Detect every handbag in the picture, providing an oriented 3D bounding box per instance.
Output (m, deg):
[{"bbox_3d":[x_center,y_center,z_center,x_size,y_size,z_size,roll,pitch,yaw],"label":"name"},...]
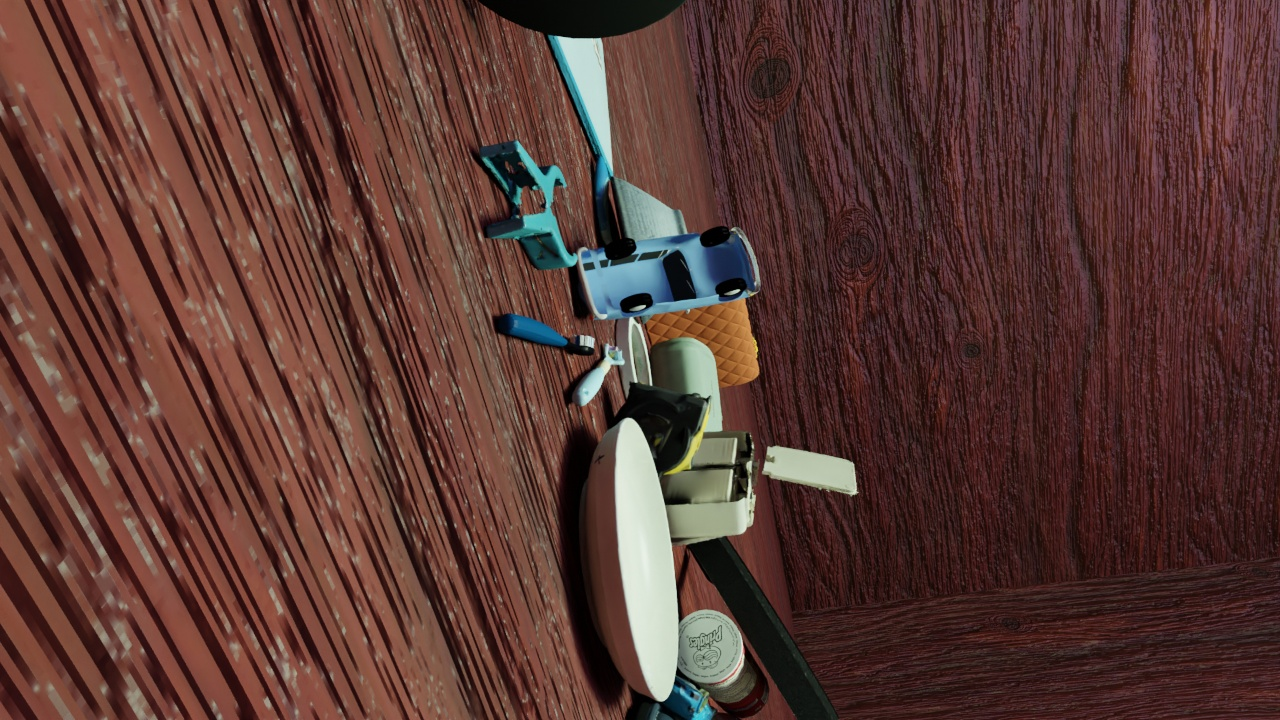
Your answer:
[{"bbox_3d":[0.065,-0.045,1.000,0.060,0.109,0.172,-89,167,-45],"label":"handbag"},{"bbox_3d":[0.050,0.051,0.953,0.106,0.067,0.121,59,24,-63],"label":"handbag"}]

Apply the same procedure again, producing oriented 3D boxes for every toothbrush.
[{"bbox_3d":[-0.031,-0.118,0.794,0.022,0.017,0.135,57,23,-67],"label":"toothbrush"},{"bbox_3d":[-0.030,0.010,0.658,0.022,0.016,0.154,47,13,-4],"label":"toothbrush"},{"bbox_3d":[-0.053,-0.014,0.547,0.167,0.014,0.014,22,70,-78],"label":"toothbrush"}]

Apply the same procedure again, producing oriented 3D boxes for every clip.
[{"bbox_3d":[-0.064,-0.107,0.536,0.130,0.030,0.120,59,29,-69],"label":"clip"},{"bbox_3d":[0.028,0.205,0.742,0.059,0.052,0.102,-50,133,-61],"label":"clip"}]

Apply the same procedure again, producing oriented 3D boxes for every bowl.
[{"bbox_3d":[0.014,-0.106,0.840,0.137,0.057,0.137,153,-75,-90],"label":"bowl"}]

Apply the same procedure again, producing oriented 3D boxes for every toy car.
[{"bbox_3d":[0.026,0.252,0.675,0.032,0.048,0.105,-54,155,-23],"label":"toy car"},{"bbox_3d":[0.020,-0.064,0.697,0.055,0.153,0.056,-33,-109,60],"label":"toy car"}]

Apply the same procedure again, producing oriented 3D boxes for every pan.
[{"bbox_3d":[0.092,0.221,0.854,0.225,0.034,0.356,59,-3,-9],"label":"pan"}]

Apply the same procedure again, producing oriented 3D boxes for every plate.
[{"bbox_3d":[-0.009,0.130,0.607,0.182,0.034,0.182,-8,89,-81],"label":"plate"}]

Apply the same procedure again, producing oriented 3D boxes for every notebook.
[{"bbox_3d":[-0.062,-0.300,0.787,0.253,0.009,0.180,63,19,-61],"label":"notebook"}]

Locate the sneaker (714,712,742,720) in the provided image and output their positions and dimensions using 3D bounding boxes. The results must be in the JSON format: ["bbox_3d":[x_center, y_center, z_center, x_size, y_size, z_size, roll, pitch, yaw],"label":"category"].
[{"bbox_3d":[0.072,0.397,0.697,0.116,0.112,0.293,51,25,-27],"label":"sneaker"}]

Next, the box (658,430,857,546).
[{"bbox_3d":[0.088,0.105,0.763,0.143,0.184,0.044,-61,146,-68],"label":"box"}]

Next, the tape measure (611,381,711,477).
[{"bbox_3d":[0.014,0.054,0.710,0.042,0.071,0.072,-34,136,-82],"label":"tape measure"}]

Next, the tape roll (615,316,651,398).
[{"bbox_3d":[-0.005,0.005,0.825,0.093,0.013,0.093,-8,89,-81],"label":"tape roll"}]

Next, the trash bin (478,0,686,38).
[{"bbox_3d":[-0.031,-0.308,0.503,0.184,0.184,0.209,62,26,-63],"label":"trash bin"}]

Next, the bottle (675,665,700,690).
[{"bbox_3d":[0.047,0.269,0.847,0.106,0.025,0.025,-70,150,-71],"label":"bottle"}]

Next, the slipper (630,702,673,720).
[{"bbox_3d":[0.049,0.355,0.589,0.109,0.083,0.265,57,21,-65],"label":"slipper"}]

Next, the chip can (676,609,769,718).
[{"bbox_3d":[0.071,0.256,0.757,0.215,0.052,0.051,65,19,-59],"label":"chip can"}]
